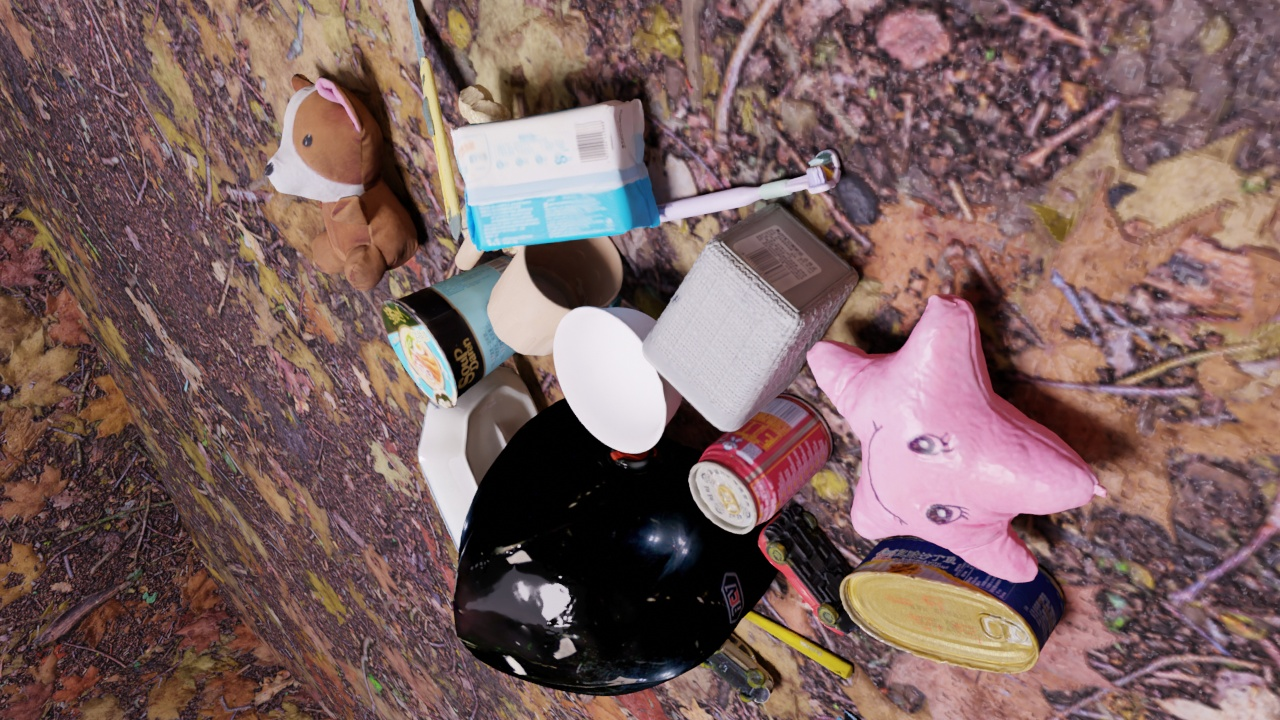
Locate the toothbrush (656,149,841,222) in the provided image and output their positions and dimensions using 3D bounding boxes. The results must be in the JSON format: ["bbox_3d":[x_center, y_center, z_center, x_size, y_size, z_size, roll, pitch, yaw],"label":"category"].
[{"bbox_3d":[0.054,-0.109,0.616,0.021,0.029,0.190,29,161,-34],"label":"toothbrush"}]

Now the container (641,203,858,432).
[{"bbox_3d":[0.073,-0.031,0.603,0.090,0.090,0.115,44,140,13],"label":"container"}]

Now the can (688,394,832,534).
[{"bbox_3d":[0.087,0.075,0.666,0.066,0.093,0.067,30,138,31],"label":"can"}]

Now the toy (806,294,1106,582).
[{"bbox_3d":[0.185,0.049,0.548,0.179,0.074,0.195,8,123,46],"label":"toy"}]

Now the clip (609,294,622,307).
[{"bbox_3d":[-0.021,-0.031,0.773,0.040,0.014,0.056,48,145,10],"label":"clip"}]

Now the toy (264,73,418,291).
[{"bbox_3d":[-0.294,-0.175,0.888,0.140,0.130,0.200,22,125,45],"label":"toy"}]

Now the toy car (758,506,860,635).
[{"bbox_3d":[0.138,0.168,0.724,0.106,0.049,0.031,49,145,6],"label":"toy car"}]

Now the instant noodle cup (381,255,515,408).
[{"bbox_3d":[-0.150,-0.033,0.824,0.111,0.120,0.111,37,146,30],"label":"instant noodle cup"}]

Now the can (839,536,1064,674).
[{"bbox_3d":[0.212,0.167,0.637,0.148,0.049,0.074,-4,116,50],"label":"can"}]

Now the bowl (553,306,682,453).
[{"bbox_3d":[-0.004,0.004,0.701,0.118,0.064,0.118,26,130,35],"label":"bowl"}]

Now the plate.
[{"bbox_3d":[-0.126,0.127,0.909,0.034,0.161,0.266,-2,117,34],"label":"plate"}]

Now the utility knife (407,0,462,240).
[{"bbox_3d":[-0.166,-0.200,0.746,0.031,0.021,0.207,-21,76,63],"label":"utility knife"}]

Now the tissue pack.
[{"bbox_3d":[-0.061,-0.129,0.647,0.140,0.063,0.090,-6,107,9],"label":"tissue pack"}]

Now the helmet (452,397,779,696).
[{"bbox_3d":[-0.024,0.168,0.777,0.275,0.229,0.234,3,125,25],"label":"helmet"}]

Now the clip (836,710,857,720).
[{"bbox_3d":[0.202,0.337,0.821,0.057,0.033,0.025,24,134,45],"label":"clip"}]

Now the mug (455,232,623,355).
[{"bbox_3d":[-0.089,-0.069,0.748,0.124,0.084,0.104,36,148,-9],"label":"mug"}]

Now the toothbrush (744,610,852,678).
[{"bbox_3d":[0.110,0.245,0.849,0.190,0.016,0.016,21,134,38],"label":"toothbrush"}]

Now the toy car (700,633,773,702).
[{"bbox_3d":[0.093,0.295,0.895,0.090,0.035,0.042,38,143,21],"label":"toy car"}]

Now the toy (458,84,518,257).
[{"bbox_3d":[-0.123,-0.150,0.745,0.105,0.066,0.158,44,151,24],"label":"toy"}]
